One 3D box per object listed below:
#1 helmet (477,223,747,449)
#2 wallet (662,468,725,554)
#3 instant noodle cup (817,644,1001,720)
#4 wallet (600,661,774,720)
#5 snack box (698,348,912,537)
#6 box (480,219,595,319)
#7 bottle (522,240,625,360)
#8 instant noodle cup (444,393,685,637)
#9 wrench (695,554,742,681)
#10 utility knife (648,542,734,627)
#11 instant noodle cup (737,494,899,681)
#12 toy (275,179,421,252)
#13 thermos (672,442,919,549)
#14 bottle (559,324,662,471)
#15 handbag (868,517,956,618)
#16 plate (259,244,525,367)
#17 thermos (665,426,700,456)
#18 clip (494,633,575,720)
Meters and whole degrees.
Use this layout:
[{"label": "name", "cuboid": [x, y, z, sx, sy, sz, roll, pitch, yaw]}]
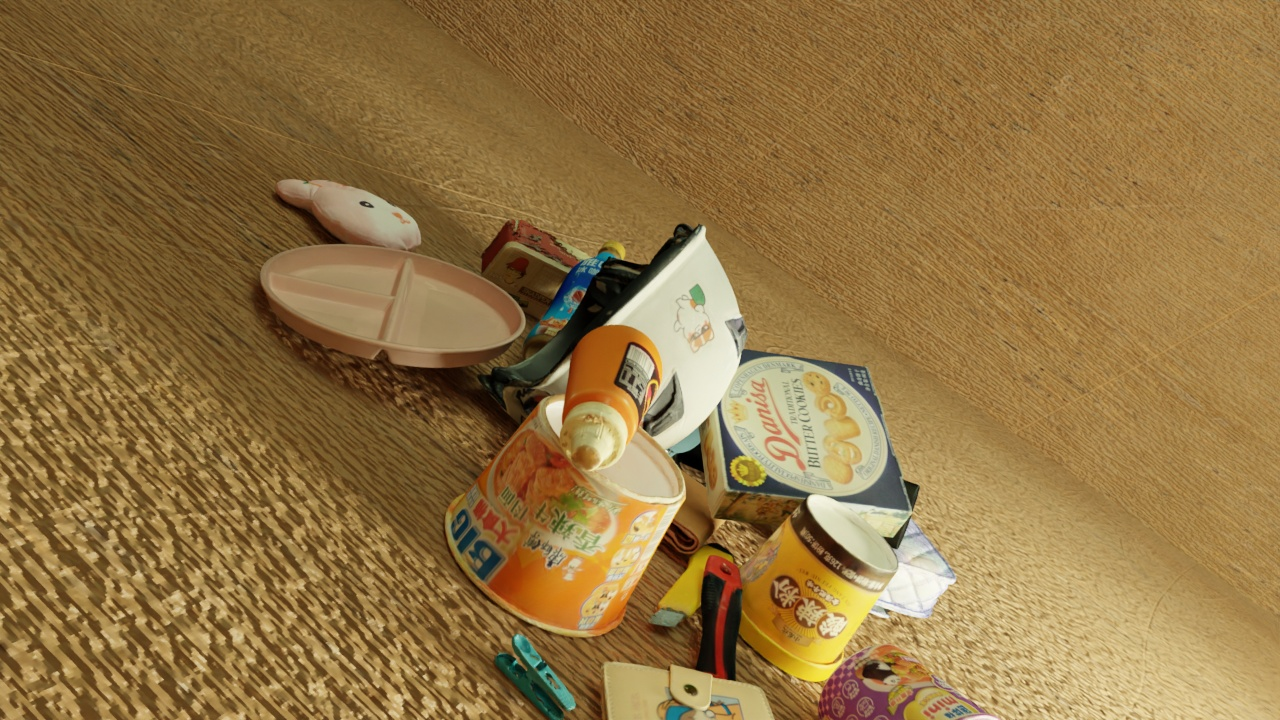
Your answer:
[{"label": "helmet", "cuboid": [-0.005, 0.005, 0.809, 0.157, 0.229, 0.275, 50, -28, -12]}, {"label": "wallet", "cuboid": [0.025, 0.127, 0.851, 0.108, 0.031, 0.131, 36, 12, 12]}, {"label": "instant noodle cup", "cuboid": [0.187, 0.264, 0.653, 0.111, 0.112, 0.099, 23, 12, -32]}, {"label": "wallet", "cuboid": [0.031, 0.225, 0.564, 0.115, 0.024, 0.087, 13, 29, -12]}, {"label": "snack box", "cuboid": [0.148, 0.073, 0.871, 0.182, 0.046, 0.177, 8, 46, -13]}, {"label": "box", "cuboid": [-0.106, -0.105, 1.124, 0.168, 0.092, 0.075, 25, 40, -27]}, {"label": "bottle", "cuboid": [-0.063, -0.064, 1.025, 0.065, 0.065, 0.218, 32, 42, -5]}, {"label": "instant noodle cup", "cuboid": [-0.046, 0.102, 0.652, 0.151, 0.112, 0.151, 30, 18, -11]}, {"label": "wrench", "cuboid": [0.058, 0.220, 0.644, 0.056, 0.016, 0.272, 24, 23, -8]}, {"label": "utility knife", "cuboid": [0.042, 0.184, 0.753, 0.033, 0.015, 0.180, 18, 13, 18]}, {"label": "instant noodle cup", "cuboid": [0.145, 0.185, 0.771, 0.118, 0.115, 0.118, 31, 18, -11]}, {"label": "toy", "cuboid": [-0.314, -0.159, 0.997, 0.159, 0.054, 0.121, 27, 16, 7]}, {"label": "thermos", "cuboid": [0.151, 0.126, 0.936, 0.243, 0.068, 0.089, 17, 51, 22]}, {"label": "bottle", "cuboid": [-0.023, 0.028, 0.604, 0.067, 0.067, 0.149, 31, 24, -7]}, {"label": "handbag", "cuboid": [0.241, 0.194, 0.994, 0.134, 0.076, 0.193, 22, 18, -18]}, {"label": "plate", "cuboid": [-0.217, -0.050, 0.816, 0.229, 0.028, 0.229, 14, 21, -6]}, {"label": "thermos", "cuboid": [-0.001, 0.024, 0.990, 0.070, 0.070, 0.220, 21, 14, -36]}, {"label": "clip", "cuboid": [-0.062, 0.189, 0.543, 0.057, 0.047, 0.014, 42, 18, 17]}]
